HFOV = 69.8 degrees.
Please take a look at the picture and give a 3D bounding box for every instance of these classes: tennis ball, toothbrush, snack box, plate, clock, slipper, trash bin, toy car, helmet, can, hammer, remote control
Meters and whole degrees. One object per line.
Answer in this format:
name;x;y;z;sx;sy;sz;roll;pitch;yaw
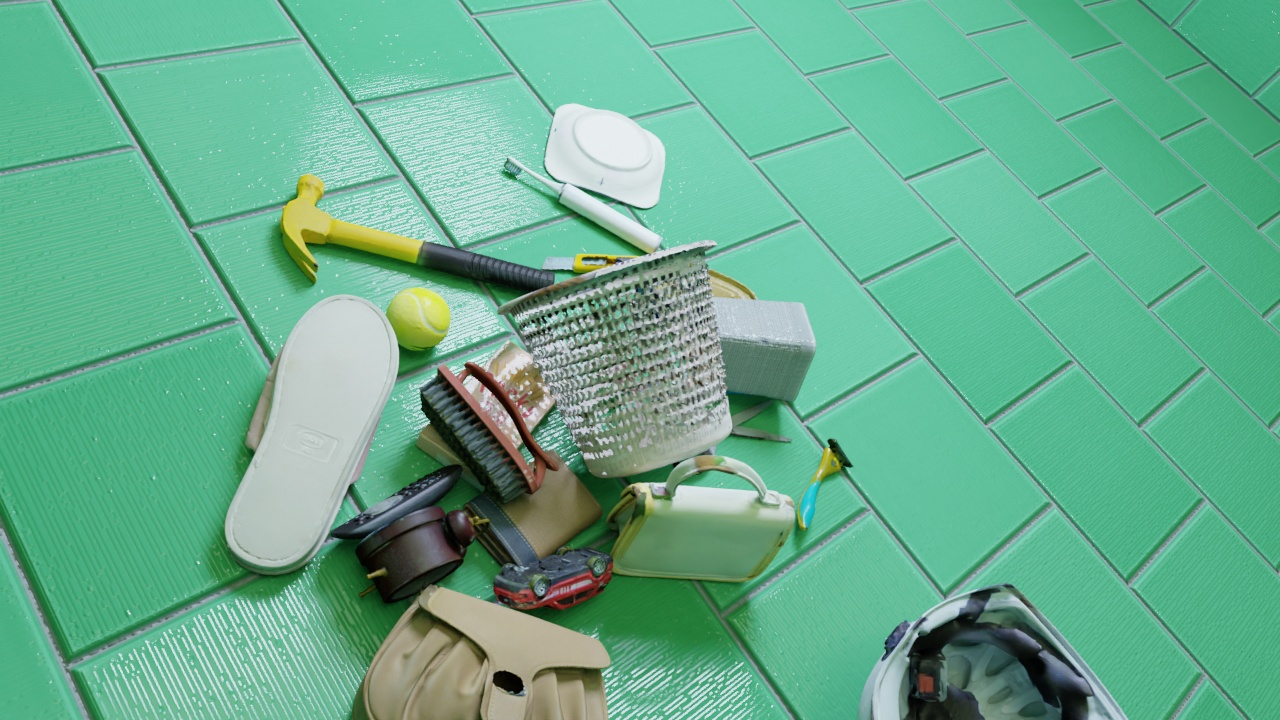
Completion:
tennis ball;-0.229;-0.043;0.946;0.065;0.066;0.065;12;52;-16
toothbrush;-0.073;-0.197;1.153;0.221;0.026;0.026;30;11;-1
snack box;-0.148;0.053;0.937;0.084;0.026;0.156;35;50;3
plate;-0.041;-0.284;1.228;0.164;0.034;0.163;17;51;-13
clock;-0.188;0.164;0.801;0.121;0.082;0.055;-21;71;-32
slipper;-0.299;0.063;0.843;0.114;0.055;0.273;15;62;-9
trash bin;-0.006;0.004;0.911;0.226;0.228;0.192;-20;93;-34
toy car;-0.077;0.200;0.830;0.120;0.053;0.045;-3;96;-46
helmet;0.299;0.345;0.843;0.258;0.146;0.229;-32;71;-29
can;0.068;-0.072;1.109;0.148;0.049;0.074;18;51;-11
hammer;-0.243;-0.118;1.016;0.300;0.033;0.128;13;52;-15
remote control;-0.216;0.133;0.833;0.136;0.053;0.024;-31;105;-44

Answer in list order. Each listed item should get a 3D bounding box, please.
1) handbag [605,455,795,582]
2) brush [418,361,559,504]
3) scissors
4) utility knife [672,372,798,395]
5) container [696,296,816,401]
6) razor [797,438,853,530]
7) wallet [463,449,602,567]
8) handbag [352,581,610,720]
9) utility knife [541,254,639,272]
handbag;0.063;0.140;0.868;0.163;0.179;0.063;7;48;-17
brush;-0.142;0.067;0.866;0.069;0.063;0.146;-36;74;-24
scissors;0.089;0.076;1.037;0.159;0.014;0.178;36;47;1
utility knife;0.110;0.025;1.077;0.161;0.018;0.034;3;55;-20
container;0.126;-0.016;1.048;0.114;0.090;0.090;7;39;-10
razor;0.199;0.143;1.023;0.043;0.028;0.132;57;44;-19
wallet;-0.102;0.146;0.886;0.090;0.033;0.115;48;51;10
handbag;-0.119;0.269;0.743;0.204;0.100;0.147;22;48;-13
utility knife;-0.030;-0.116;1.120;0.192;0.015;0.033;-1;54;-24
